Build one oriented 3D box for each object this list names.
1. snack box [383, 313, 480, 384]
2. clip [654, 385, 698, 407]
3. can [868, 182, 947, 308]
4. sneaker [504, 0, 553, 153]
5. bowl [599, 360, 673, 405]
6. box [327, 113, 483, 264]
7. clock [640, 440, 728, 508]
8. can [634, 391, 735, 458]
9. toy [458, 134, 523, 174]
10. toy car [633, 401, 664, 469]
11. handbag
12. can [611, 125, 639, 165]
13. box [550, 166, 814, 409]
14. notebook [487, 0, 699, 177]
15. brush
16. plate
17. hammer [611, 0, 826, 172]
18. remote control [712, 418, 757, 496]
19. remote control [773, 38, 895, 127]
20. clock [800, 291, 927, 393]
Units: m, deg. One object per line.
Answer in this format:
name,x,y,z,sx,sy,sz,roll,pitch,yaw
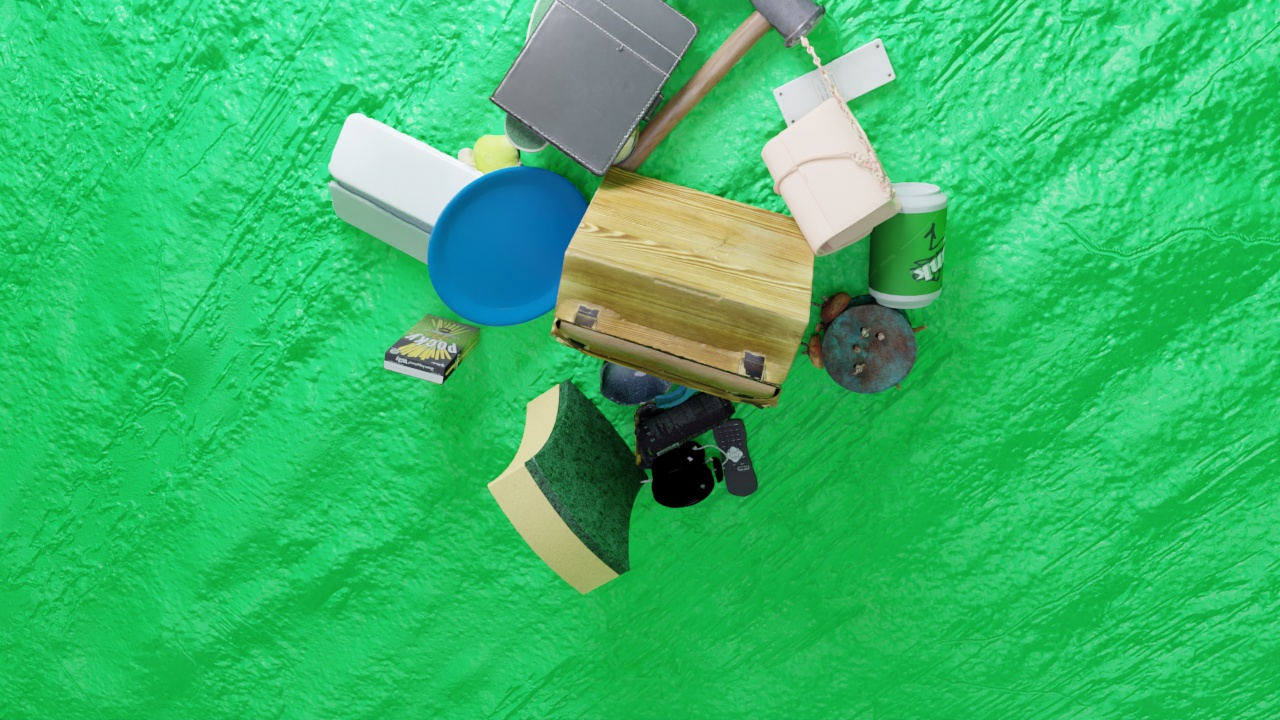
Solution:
snack box,-0.279,-0.018,1.242,0.080,0.147,0.025,15,114,3
clip,0.061,0.031,1.233,0.121,0.033,0.119,22,121,-31
can,0.324,-0.140,1.117,0.088,0.087,0.140,0,113,10
sneaker,-0.104,-0.366,1.113,0.084,0.079,0.235,22,98,-9
bowl,-0.007,0.007,1.247,0.110,0.055,0.111,-8,135,-9
box,-0.308,-0.205,1.195,0.211,0.084,0.186,29,123,3
clock,0.067,0.158,1.295,0.121,0.042,0.091,-36,131,21
can,0.060,0.084,1.258,0.137,0.054,0.054,-27,107,-2
toy,-0.199,-0.242,1.190,0.115,0.046,0.092,-13,111,22
toy car,0.015,0.107,1.304,0.049,0.030,0.107,-3,112,-6
handbag,0.192,-0.233,1.033,0.117,0.187,0.198,-30,68,17
can,-0.049,-0.284,1.133,0.086,0.043,0.086,8,106,29
box,0.048,-0.056,1.112,0.279,0.257,0.221,17,126,1
notebook,-0.051,-0.342,1.069,0.169,0.029,0.209,34,97,-9
brush,-0.087,0.163,1.228,0.075,0.249,0.195,-32,108,20
plate,-0.166,-0.147,1.181,0.224,0.024,0.225,-16,129,-21
hammer,0.075,-0.336,1.105,0.098,0.052,0.329,44,116,-9
remote control,0.136,0.141,1.311,0.046,0.009,0.124,-10,110,14
remote control,0.231,-0.330,1.095,0.136,0.011,0.050,-22,107,18
clock,0.277,-0.026,1.182,0.157,0.073,0.121,18,114,3
